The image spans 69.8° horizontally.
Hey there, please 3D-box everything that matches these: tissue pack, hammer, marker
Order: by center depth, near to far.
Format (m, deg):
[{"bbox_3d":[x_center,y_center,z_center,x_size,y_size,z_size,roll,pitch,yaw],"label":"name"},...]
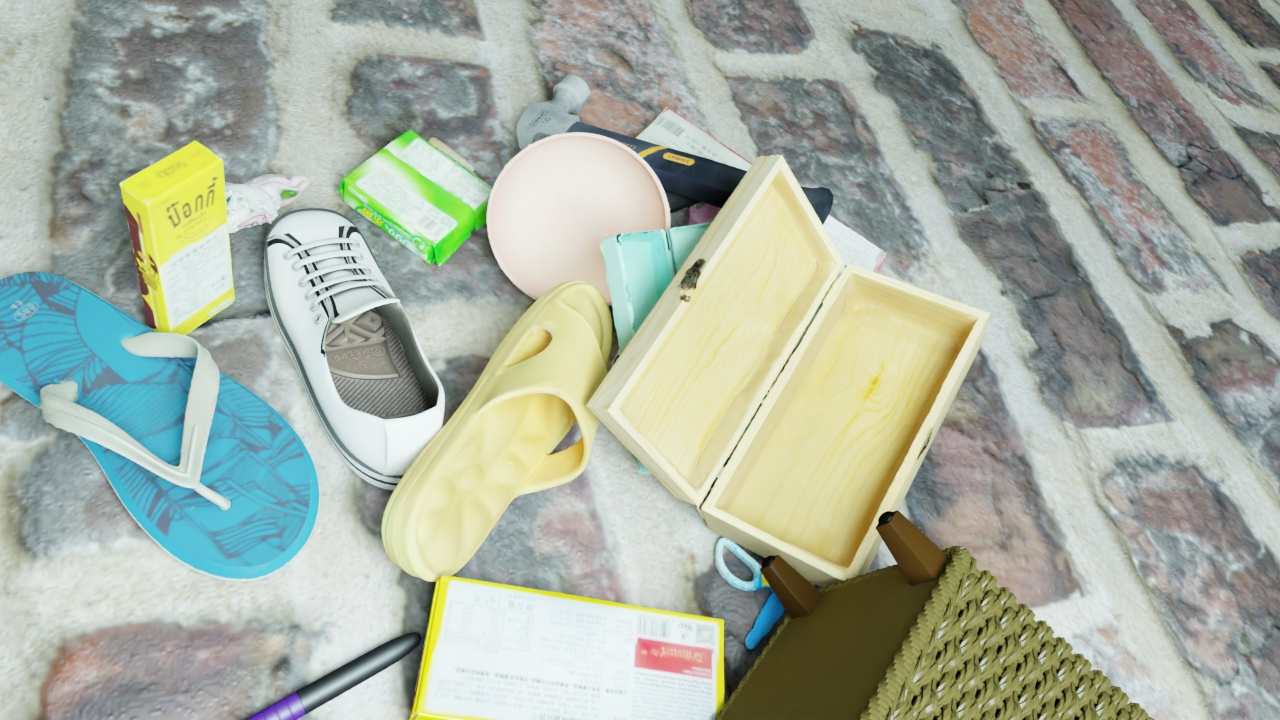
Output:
[{"bbox_3d":[-0.194,0.204,0.563,0.133,0.015,0.018,-24,81,-33],"label":"marker"},{"bbox_3d":[-0.191,-0.145,0.805,0.114,0.034,0.099,36,54,5],"label":"tissue pack"},{"bbox_3d":[0.027,-0.182,0.850,0.313,0.035,0.139,20,56,19],"label":"hammer"}]

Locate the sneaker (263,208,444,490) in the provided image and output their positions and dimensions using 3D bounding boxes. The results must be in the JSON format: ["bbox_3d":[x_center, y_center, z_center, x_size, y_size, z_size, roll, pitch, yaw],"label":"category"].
[{"bbox_3d":[-0.211,-0.029,0.672,0.091,0.097,0.245,-13,62,-29],"label":"sneaker"}]

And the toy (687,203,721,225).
[{"bbox_3d":[0.057,-0.087,0.830,0.123,0.067,0.157,-17,37,-8],"label":"toy"}]

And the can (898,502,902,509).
[{"bbox_3d":[0.210,0.085,0.788,0.044,0.044,0.106,28,51,0],"label":"can"}]

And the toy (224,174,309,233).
[{"bbox_3d":[-0.315,-0.126,0.729,0.096,0.041,0.108,11,28,33],"label":"toy"}]

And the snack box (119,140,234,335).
[{"bbox_3d":[-0.315,-0.077,0.633,0.025,0.149,0.061,35,50,6],"label":"snack box"}]

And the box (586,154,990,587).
[{"bbox_3d":[0.116,0.011,0.703,0.252,0.119,0.247,38,69,-11],"label":"box"}]

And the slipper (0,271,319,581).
[{"bbox_3d":[-0.331,0.025,0.613,0.295,0.060,0.117,36,48,7],"label":"slipper"}]

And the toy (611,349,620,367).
[{"bbox_3d":[-0.005,0.004,0.760,0.050,0.065,0.102,9,49,26],"label":"toy"}]

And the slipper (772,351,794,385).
[{"bbox_3d":[0.198,-0.006,0.827,0.196,0.082,0.093,-25,67,-31],"label":"slipper"}]

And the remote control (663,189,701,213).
[{"bbox_3d":[0.000,-0.152,0.868,0.140,0.021,0.045,-22,65,-10],"label":"remote control"}]

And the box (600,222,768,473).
[{"bbox_3d":[0.038,-0.014,0.731,0.138,0.055,0.187,-12,96,-38],"label":"box"}]

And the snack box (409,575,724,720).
[{"bbox_3d":[-0.044,0.206,0.604,0.200,0.042,0.092,12,53,-13],"label":"snack box"}]

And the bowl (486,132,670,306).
[{"bbox_3d":[-0.051,-0.124,0.791,0.153,0.153,0.076,21,17,-6],"label":"bowl"}]

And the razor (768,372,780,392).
[{"bbox_3d":[0.096,-0.002,0.801,0.044,0.021,0.144,-40,53,-3],"label":"razor"}]

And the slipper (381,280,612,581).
[{"bbox_3d":[-0.076,0.050,0.659,0.078,0.100,0.262,12,48,31],"label":"slipper"}]

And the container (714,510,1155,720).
[{"bbox_3d":[0.110,0.256,0.511,0.205,0.177,0.319,49,52,-1],"label":"container"}]

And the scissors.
[{"bbox_3d":[0.113,0.174,0.706,0.127,0.013,0.125,36,50,12],"label":"scissors"}]

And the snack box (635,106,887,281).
[{"bbox_3d":[0.115,-0.151,0.924,0.273,0.044,0.076,35,57,6],"label":"snack box"}]
